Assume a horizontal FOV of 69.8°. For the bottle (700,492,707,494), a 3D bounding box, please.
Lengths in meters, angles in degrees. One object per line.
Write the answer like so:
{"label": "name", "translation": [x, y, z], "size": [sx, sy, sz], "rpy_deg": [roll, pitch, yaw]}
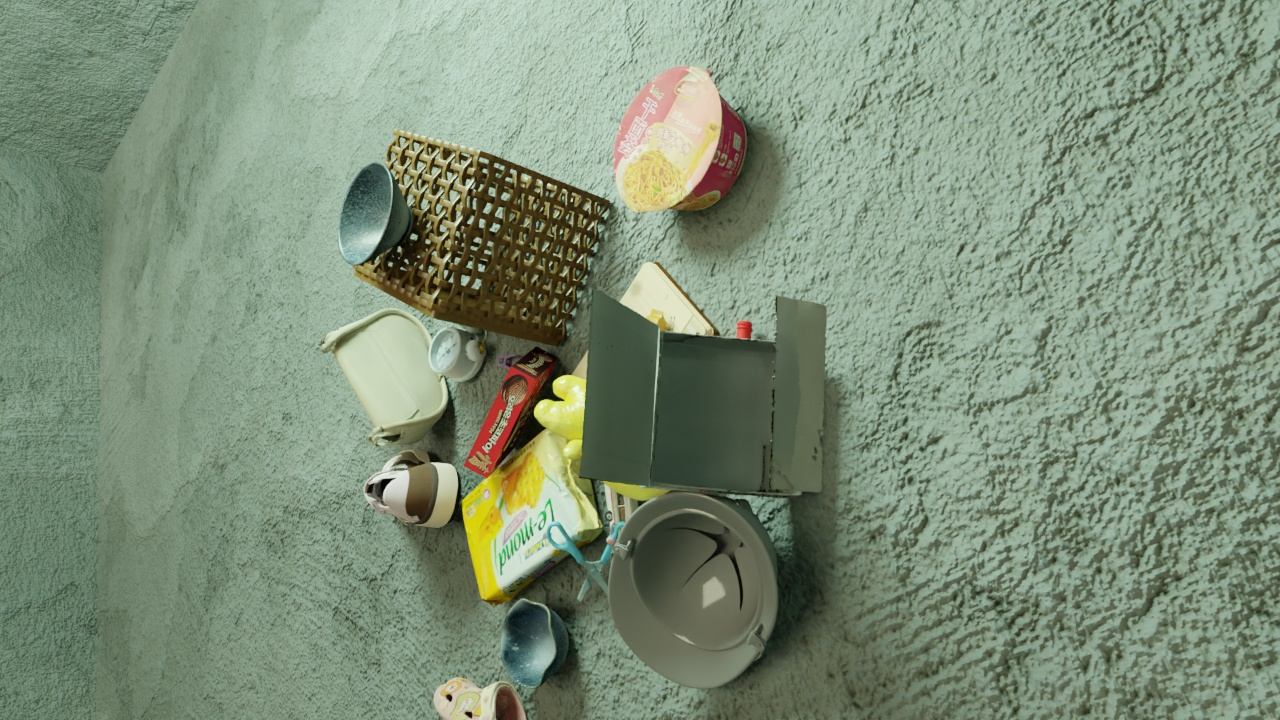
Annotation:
{"label": "bottle", "translation": [0.040, 0.188, 1.059], "size": [0.109, 0.044, 0.044], "rpy_deg": [-30, 61, 38]}

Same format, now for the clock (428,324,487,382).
{"label": "clock", "translation": [-0.274, -0.019, 1.416], "size": [0.118, 0.057, 0.083], "rpy_deg": [-39, 55, 24]}

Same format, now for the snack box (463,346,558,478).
{"label": "snack box", "translation": [-0.173, 0.067, 1.245], "size": [0.036, 0.132, 0.152], "rpy_deg": [28, 105, 1]}

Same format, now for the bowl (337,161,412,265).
{"label": "bowl", "translation": [-0.335, -0.184, 1.195], "size": [0.137, 0.057, 0.137], "rpy_deg": [-13, 71, 43]}

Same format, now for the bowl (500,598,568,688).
{"label": "bowl", "translation": [-0.128, 0.363, 1.180], "size": [0.111, 0.055, 0.110], "rpy_deg": [-14, 71, 43]}

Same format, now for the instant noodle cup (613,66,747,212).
{"label": "instant noodle cup", "translation": [0.055, -0.259, 1.122], "size": [0.179, 0.077, 0.178], "rpy_deg": [-11, 74, 44]}

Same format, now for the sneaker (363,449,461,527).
{"label": "sneaker", "translation": [-0.372, 0.193, 1.386], "size": [0.294, 0.116, 0.111], "rpy_deg": [5, 84, 62]}

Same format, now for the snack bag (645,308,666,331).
{"label": "snack bag", "translation": [0.008, -0.013, 1.117], "size": [0.026, 0.020, 0.099], "rpy_deg": [18, 92, 43]}

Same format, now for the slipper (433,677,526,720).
{"label": "slipper", "translation": [-0.189, 0.466, 1.207], "size": [0.197, 0.093, 0.081], "rpy_deg": [20, 75, 44]}

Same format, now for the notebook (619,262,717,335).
{"label": "notebook", "translation": [-0.007, 0.007, 1.162], "size": [0.226, 0.024, 0.167], "rpy_deg": [-55, 47, 21]}

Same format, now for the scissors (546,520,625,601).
{"label": "scissors", "translation": [-0.066, 0.237, 1.114], "size": [0.129, 0.015, 0.135], "rpy_deg": [26, 111, 1]}

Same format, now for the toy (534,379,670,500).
{"label": "toy", "translation": [-0.020, 0.088, 1.066], "size": [0.133, 0.207, 0.092], "rpy_deg": [-58, 0, -31]}

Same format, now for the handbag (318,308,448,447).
{"label": "handbag", "translation": [-0.410, 0.042, 1.463], "size": [0.132, 0.183, 0.229], "rpy_deg": [-49, 67, 30]}

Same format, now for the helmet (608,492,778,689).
{"label": "helmet", "translation": [0.074, 0.218, 0.971], "size": [0.183, 0.117, 0.272], "rpy_deg": [31, 129, 17]}

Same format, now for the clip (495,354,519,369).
{"label": "clip", "translation": [-0.198, 0.001, 1.365], "size": [0.051, 0.013, 0.032], "rpy_deg": [12, 88, 49]}

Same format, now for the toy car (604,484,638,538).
{"label": "toy car", "translation": [-0.023, 0.157, 1.117], "size": [0.039, 0.039, 0.113], "rpy_deg": [-4, 94, 22]}

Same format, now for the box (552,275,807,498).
{"label": "box", "translation": [0.044, 0.039, 0.875], "size": [0.165, 0.329, 0.167], "rpy_deg": [-2, 79, 29]}

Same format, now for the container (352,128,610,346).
{"label": "container", "translation": [-0.227, -0.171, 1.284], "size": [0.252, 0.219, 0.214], "rpy_deg": [25, 99, 45]}

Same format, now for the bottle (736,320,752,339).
{"label": "bottle", "translation": [0.113, 0.015, 1.029], "size": [0.036, 0.036, 0.119], "rpy_deg": [-3, 78, 45]}

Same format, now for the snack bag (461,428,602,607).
{"label": "snack bag", "translation": [-0.147, 0.211, 1.226], "size": [0.248, 0.068, 0.159], "rpy_deg": [-40, 56, 32]}
